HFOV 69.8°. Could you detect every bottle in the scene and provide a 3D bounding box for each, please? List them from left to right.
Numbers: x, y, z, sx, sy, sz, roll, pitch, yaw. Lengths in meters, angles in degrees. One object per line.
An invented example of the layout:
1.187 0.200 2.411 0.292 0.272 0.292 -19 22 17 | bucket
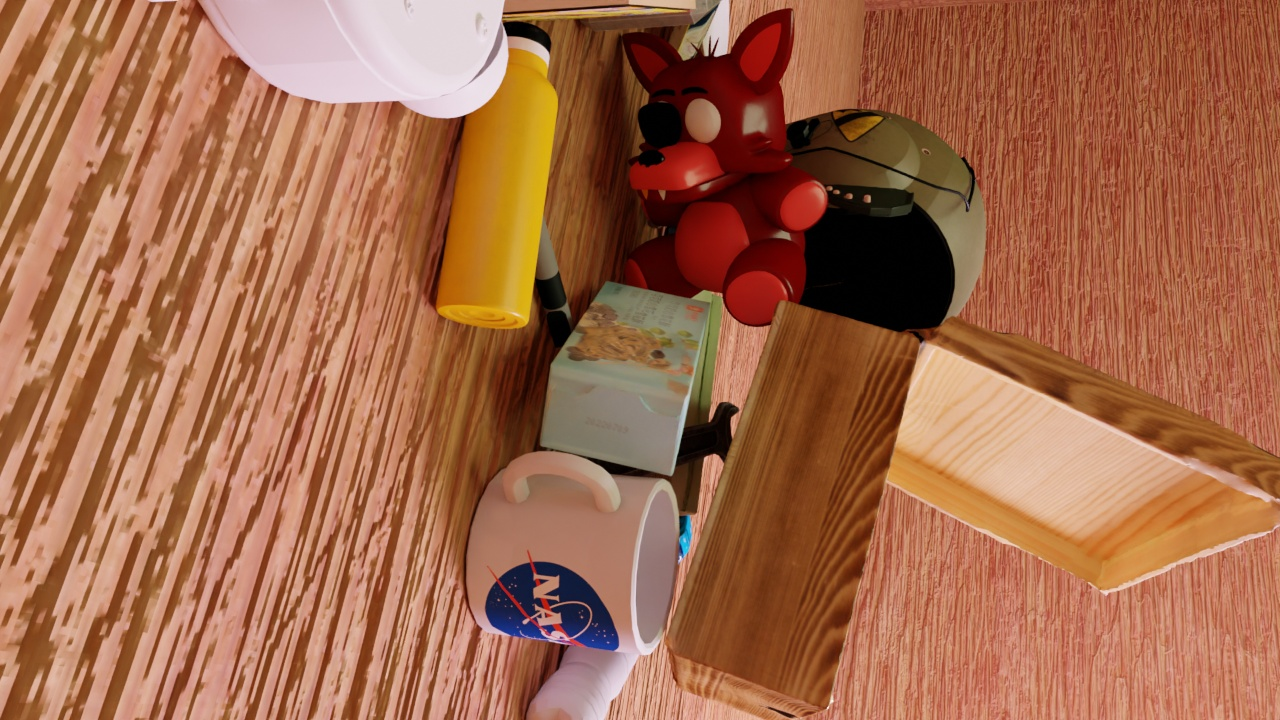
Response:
-0.065 -0.090 0.437 0.043 0.043 0.143 39 56 -70 | bottle
-0.032 0.204 0.602 0.136 0.044 0.044 -40 131 -68 | bottle

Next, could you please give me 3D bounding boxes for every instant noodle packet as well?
0.045 -0.285 0.767 0.134 0.026 0.087 -69 -175 -47 | instant noodle packet

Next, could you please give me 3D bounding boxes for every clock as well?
-0.086 -0.151 0.305 0.160 0.073 0.125 -8 101 -73 | clock

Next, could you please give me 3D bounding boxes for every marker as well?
-0.058 -0.065 0.516 0.016 0.016 0.141 -71 157 -43 | marker

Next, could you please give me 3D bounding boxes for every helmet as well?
0.163 -0.105 0.797 0.232 0.256 0.251 -61 151 -49 | helmet

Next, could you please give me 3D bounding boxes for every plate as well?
0.068 -0.347 0.900 0.134 0.011 0.134 4 89 -74 | plate

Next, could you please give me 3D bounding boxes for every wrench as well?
0.012 0.066 0.658 0.272 0.010 0.070 -6 94 -58 | wrench

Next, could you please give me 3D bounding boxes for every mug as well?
-0.035 0.094 0.487 0.090 0.090 0.121 -67 154 -49 | mug

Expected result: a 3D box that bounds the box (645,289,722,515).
0.012 0.028 0.749 0.098 0.082 0.187 19 71 -27 | box

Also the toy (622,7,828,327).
0.050 -0.131 0.639 0.120 0.158 0.197 -25 115 -35 | toy

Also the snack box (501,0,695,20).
-0.030 -0.194 0.458 0.125 0.088 0.040 -49 139 -64 | snack box

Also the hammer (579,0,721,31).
0.005 -0.381 0.557 0.162 0.083 0.318 -60 148 -57 | hammer

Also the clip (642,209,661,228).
0.017 -0.135 0.745 0.061 0.026 0.049 -66 155 -47 | clip

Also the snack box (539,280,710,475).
-0.003 0.003 0.554 0.174 0.075 0.053 -68 170 -67 | snack box

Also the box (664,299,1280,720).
0.217 0.130 0.640 0.279 0.336 0.286 79 28 -66 | box

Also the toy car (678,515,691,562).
0.027 0.159 0.814 0.048 0.032 0.105 77 24 -44 | toy car
